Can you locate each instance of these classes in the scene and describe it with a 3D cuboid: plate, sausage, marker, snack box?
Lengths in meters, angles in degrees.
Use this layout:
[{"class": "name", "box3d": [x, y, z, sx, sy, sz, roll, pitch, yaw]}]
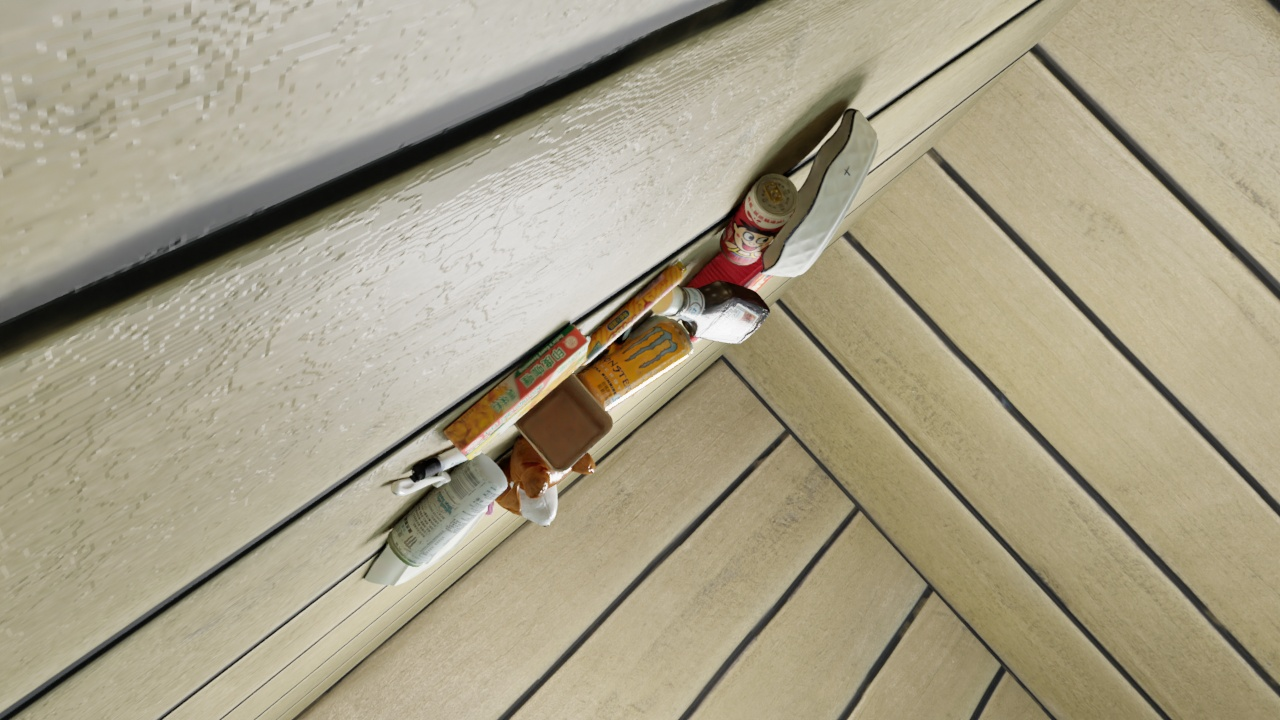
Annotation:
[{"class": "plate", "box3d": [-0.279, 0.241, 1.233, 0.161, 0.034, 0.267, -29, 168, -38]}, {"class": "sausage", "box3d": [-0.014, -0.049, 1.000, 0.165, 0.021, 0.021, -42, 175, -4]}, {"class": "marker", "box3d": [-0.022, -0.033, 1.119, 0.018, 0.015, 0.124, -38, 171, -24]}, {"class": "snack box", "box3d": [-0.116, 0.031, 0.877, 0.155, 0.027, 0.077, -41, 173, -11]}, {"class": "marker", "box3d": [-0.193, 0.100, 0.925, 0.023, 0.018, 0.130, -35, 176, 16]}, {"class": "plate", "box3d": [0.200, -0.179, 1.020, 0.205, 0.045, 0.205, -62, -178, 4]}]

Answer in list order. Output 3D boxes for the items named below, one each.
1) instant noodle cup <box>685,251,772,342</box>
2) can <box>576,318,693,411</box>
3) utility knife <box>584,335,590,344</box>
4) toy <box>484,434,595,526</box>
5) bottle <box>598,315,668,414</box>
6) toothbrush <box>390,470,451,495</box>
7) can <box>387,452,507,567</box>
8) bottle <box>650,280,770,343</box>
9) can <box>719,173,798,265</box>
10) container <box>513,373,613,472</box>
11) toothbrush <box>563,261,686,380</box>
[{"class": "instant noodle cup", "box3d": [0.123, -0.110, 1.271, 0.193, 0.066, 0.194, -43, 175, -5]}, {"class": "can", "box3d": [-0.007, 0.007, 1.131, 0.145, 0.058, 0.058, -33, 172, -22]}, {"class": "utility knife", "box3d": [-0.102, 0.019, 0.968, 0.151, 0.013, 0.029, -42, 172, 24]}, {"class": "toy", "box3d": [-0.147, 0.169, 1.294, 0.139, 0.130, 0.200, -17, 170, -38]}, {"class": "bottle", "box3d": [-0.025, 0.017, 1.202, 0.189, 0.068, 0.068, -40, 174, -18]}, {"class": "toothbrush", "box3d": [-0.223, 0.125, 0.928, 0.016, 0.016, 0.180, -36, 175, 0]}, {"class": "can", "box3d": [-0.224, 0.173, 1.064, 0.147, 0.058, 0.058, -43, 175, 10]}, {"class": "bottle", "box3d": [0.081, -0.062, 1.112, 0.080, 0.044, 0.194, -47, 150, 24]}, {"class": "can", "box3d": [0.131, -0.155, 1.022, 0.053, 0.053, 0.133, -40, 175, -19]}, {"class": "container", "box3d": [-0.094, 0.077, 1.091, 0.090, 0.090, 0.111, -41, 178, -11]}, {"class": "toothbrush", "box3d": [-0.023, -0.043, 1.020, 0.190, 0.015, 0.016, -42, 179, -4]}]
